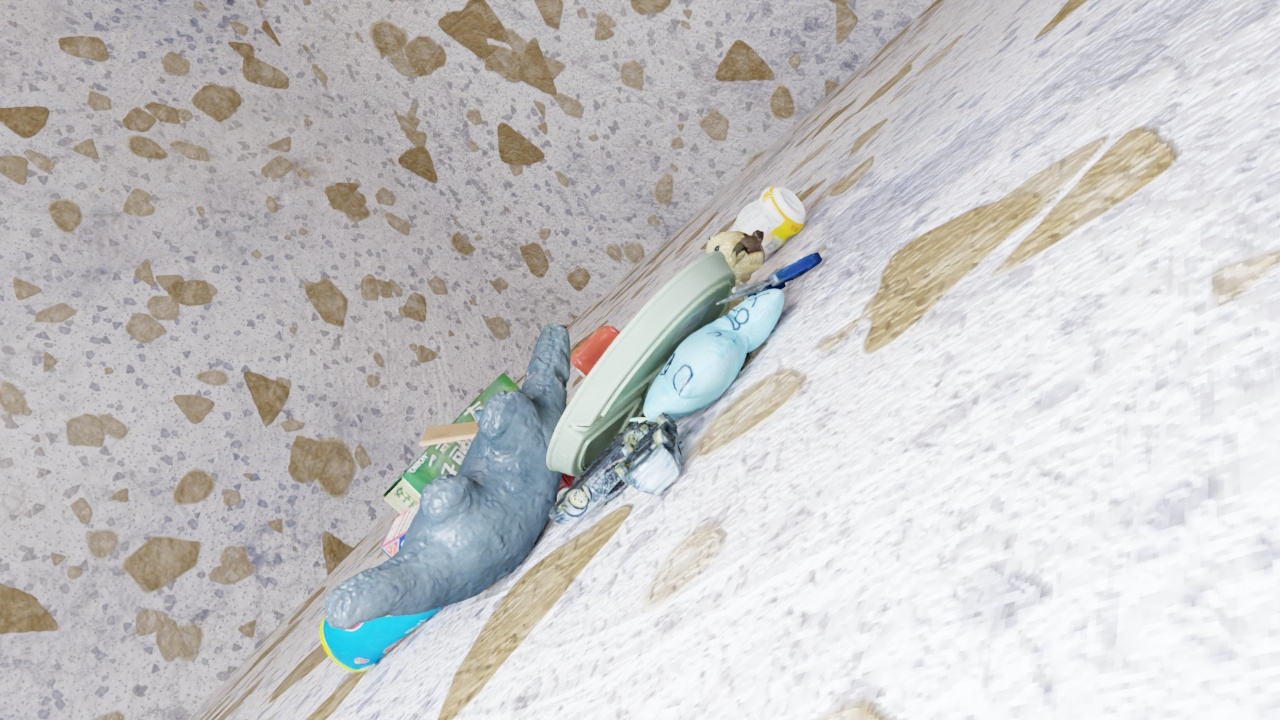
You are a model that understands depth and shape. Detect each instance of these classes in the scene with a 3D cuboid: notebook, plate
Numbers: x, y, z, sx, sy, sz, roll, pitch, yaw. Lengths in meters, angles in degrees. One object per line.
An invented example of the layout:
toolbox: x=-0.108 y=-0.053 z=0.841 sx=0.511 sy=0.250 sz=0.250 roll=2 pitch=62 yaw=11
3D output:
notebook: x=-0.143 y=0.072 z=1.050 sx=0.211 sy=0.012 sz=0.149 roll=-8 pitch=2 yaw=-10
plate: x=0.006 y=0.008 z=0.763 sx=0.230 sy=0.027 sz=0.230 roll=-49 pitch=-11 yaw=-13

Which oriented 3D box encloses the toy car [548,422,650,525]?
toy car: x=-0.027 y=0.090 z=0.710 sx=0.105 sy=0.031 sz=0.049 roll=-44 pitch=3 yaw=-13

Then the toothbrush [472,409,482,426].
toothbrush: x=-0.127 y=0.068 z=0.917 sx=0.016 sy=0.017 sz=0.187 roll=-38 pitch=-16 yaw=5

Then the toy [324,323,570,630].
toy: x=-0.128 y=0.108 z=0.774 sx=0.091 sy=0.138 sz=0.355 roll=2 pitch=40 yaw=28

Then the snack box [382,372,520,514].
snack box: x=-0.206 y=0.127 z=1.160 sx=0.063 sy=0.114 sz=0.239 roll=-40 pitch=7 yaw=38

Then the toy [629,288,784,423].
toy: x=0.055 y=-0.001 z=0.718 sx=0.156 sy=0.050 sz=0.161 roll=-44 pitch=-1 yaw=0

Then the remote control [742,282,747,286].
remote control: x=0.080 y=-0.064 z=1.053 sx=0.055 sy=0.020 sz=0.136 roll=-45 pitch=7 yaw=-15

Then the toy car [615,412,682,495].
toy car: x=0.010 y=0.065 z=0.637 sx=0.043 sy=0.034 sz=0.090 roll=-46 pitch=5 yaw=8

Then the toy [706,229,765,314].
toy: x=0.074 y=-0.067 z=0.933 sx=0.104 sy=0.066 sz=0.158 roll=-43 pitch=-12 yaw=-51

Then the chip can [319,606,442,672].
chip can: x=-0.217 y=0.216 z=0.881 sx=0.211 sy=0.071 sz=0.071 roll=-41 pitch=8 yaw=21

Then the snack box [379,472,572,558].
snack box: x=-0.163 y=0.143 z=0.919 sx=0.208 sy=0.057 sz=0.058 roll=-32 pitch=20 yaw=16

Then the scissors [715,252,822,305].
scissors: x=0.095 y=-0.057 z=0.768 sx=0.173 sy=0.012 sz=0.126 roll=-27 pitch=-7 yaw=-33

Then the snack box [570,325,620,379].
snack box: x=-0.034 y=0.007 z=1.038 sx=0.082 sy=0.080 sz=0.091 roll=-45 pitch=7 yaw=-6

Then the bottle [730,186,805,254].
bottle: x=0.137 y=-0.151 z=1.064 sx=0.109 sy=0.063 sz=0.063 roll=-39 pitch=9 yaw=34
